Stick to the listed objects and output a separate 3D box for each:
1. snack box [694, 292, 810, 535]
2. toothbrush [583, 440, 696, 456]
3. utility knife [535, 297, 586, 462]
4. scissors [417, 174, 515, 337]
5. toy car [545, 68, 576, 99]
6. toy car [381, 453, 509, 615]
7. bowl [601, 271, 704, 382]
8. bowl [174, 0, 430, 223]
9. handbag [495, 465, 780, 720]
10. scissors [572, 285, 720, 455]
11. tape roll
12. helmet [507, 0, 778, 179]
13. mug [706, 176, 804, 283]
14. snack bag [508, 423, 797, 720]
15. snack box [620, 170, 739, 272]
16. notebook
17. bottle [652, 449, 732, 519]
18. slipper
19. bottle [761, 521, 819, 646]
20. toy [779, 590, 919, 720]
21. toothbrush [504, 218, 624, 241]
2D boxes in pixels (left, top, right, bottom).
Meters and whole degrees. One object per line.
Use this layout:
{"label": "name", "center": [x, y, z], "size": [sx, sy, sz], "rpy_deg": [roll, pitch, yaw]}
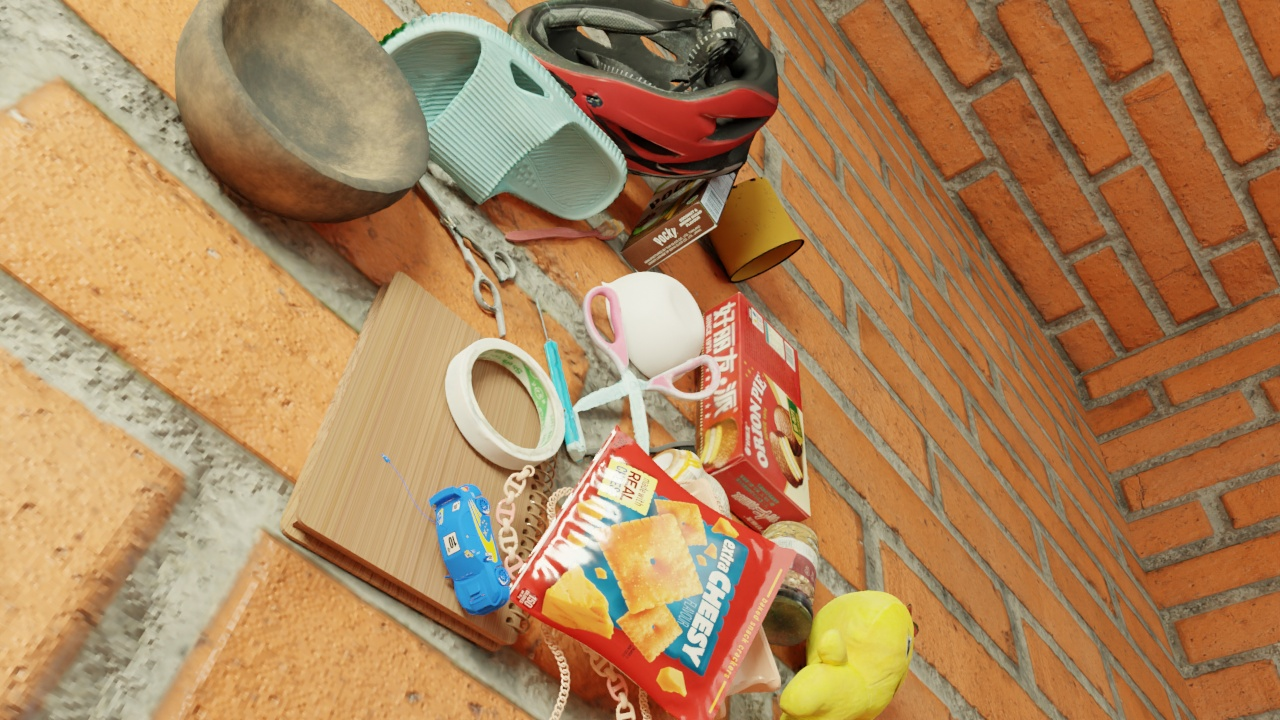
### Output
{"label": "snack box", "center": [0.112, 0.049, 0.934], "size": [0.113, 0.060, 0.235], "rpy_deg": [42, 34, -30]}
{"label": "toothbrush", "center": [0.003, 0.077, 0.787], "size": [0.167, 0.013, 0.013], "rpy_deg": [7, 66, -55]}
{"label": "utility knife", "center": [-0.066, 0.011, 0.737], "size": [0.022, 0.015, 0.148], "rpy_deg": [61, 12, -62]}
{"label": "scissors", "center": [-0.145, -0.096, 0.708], "size": [0.159, 0.014, 0.120], "rpy_deg": [42, 33, -35]}
{"label": "toy car", "center": [-0.101, -0.218, 0.808], "size": [0.040, 0.092, 0.037], "rpy_deg": [25, 38, -47]}
{"label": "toy car", "center": [-0.112, 0.098, 0.514], "size": [0.061, 0.033, 0.092], "rpy_deg": [16, 49, -57]}
{"label": "bowl", "center": [0.023, -0.039, 0.884], "size": [0.114, 0.051, 0.114], "rpy_deg": [38, 36, -34]}
{"label": "bowl", "center": [-0.220, -0.158, 0.588], "size": [0.162, 0.070, 0.162], "rpy_deg": [38, 36, -34]}
{"label": "handbag", "center": [-0.022, 0.168, 0.627], "size": [0.186, 0.117, 0.198], "rpy_deg": [-13, 78, -27]}
{"label": "scissors", "center": [0.006, 0.011, 0.796], "size": [0.174, 0.013, 0.170], "rpy_deg": [7, 56, -31]}
{"label": "tape roll", "center": [-0.091, 0.029, 0.629], "size": [0.094, 0.018, 0.093], "rpy_deg": [37, 36, -34]}
{"label": "helmet", "center": [0.000, -0.276, 0.909], "size": [0.272, 0.167, 0.216], "rpy_deg": [12, 42, -4]}
{"label": "mug", "center": [0.131, -0.157, 1.127], "size": [0.094, 0.100, 0.124], "rpy_deg": [63, -8, 10]}
{"label": "snack bag", "center": [0.010, 0.131, 0.562], "size": [0.144, 0.039, 0.130], "rpy_deg": [36, 62, -4]}
{"label": "snack box", "center": [0.048, -0.168, 0.987], "size": [0.031, 0.101, 0.185], "rpy_deg": [50, 30, -17]}
{"label": "notebook", "center": [-0.122, 0.061, 0.594], "size": [0.169, 0.022, 0.210], "rpy_deg": [41, 34, -29]}
{"label": "bottle", "center": [0.045, 0.127, 0.756], "size": [0.109, 0.063, 0.063], "rpy_deg": [52, 30, -15]}
{"label": "slipper", "center": [-0.100, -0.182, 0.759], "size": [0.276, 0.116, 0.069], "rpy_deg": [29, 23, -49]}
{"label": "bottle", "center": [0.131, 0.200, 0.832], "size": [0.056, 0.056, 0.105], "rpy_deg": [50, 30, -17]}
{"label": "toy", "center": [0.178, 0.272, 0.804], "size": [0.207, 0.092, 0.134], "rpy_deg": [-23, 127, -55]}
{"label": "toothbrush", "center": [-0.068, -0.119, 0.852], "size": [0.015, 0.016, 0.184], "rpy_deg": [58, 30, 9]}
